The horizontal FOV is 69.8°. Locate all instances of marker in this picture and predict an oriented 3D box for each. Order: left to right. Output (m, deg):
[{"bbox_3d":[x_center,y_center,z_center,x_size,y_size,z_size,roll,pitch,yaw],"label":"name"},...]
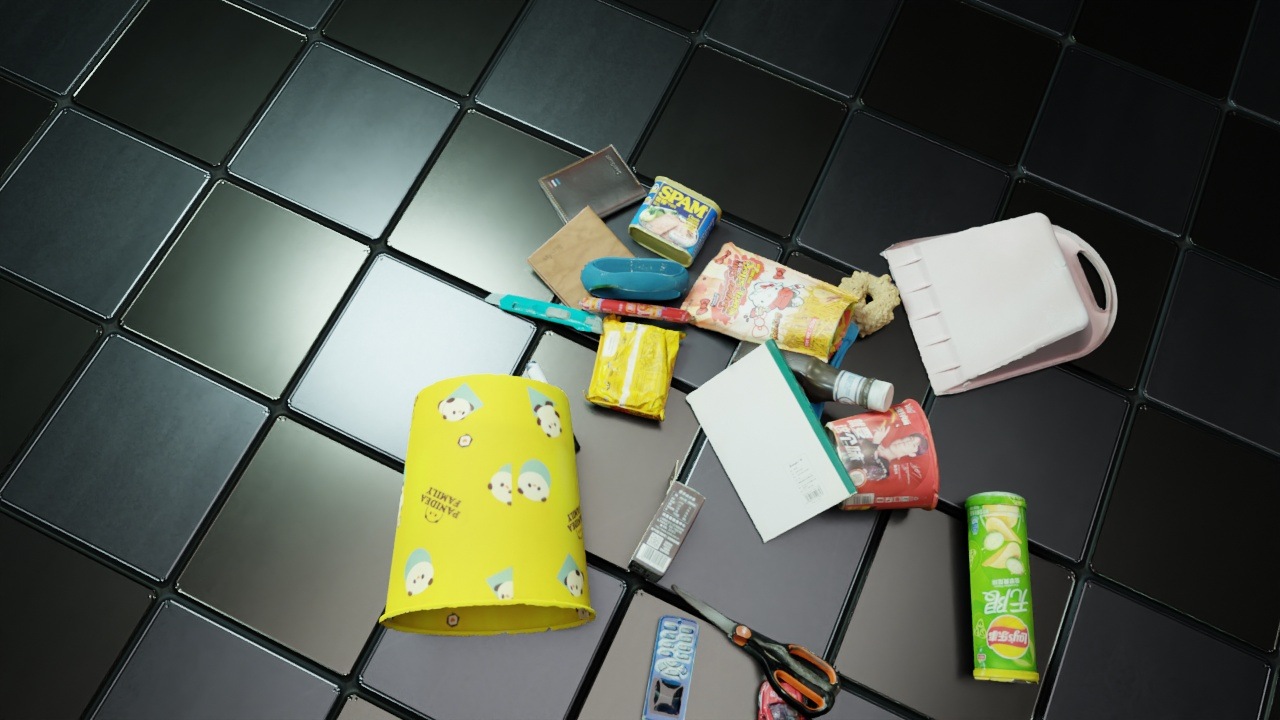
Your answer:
[{"bbox_3d":[-0.114,0.059,1.170,0.022,0.018,0.130,-29,76,-1],"label":"marker"}]

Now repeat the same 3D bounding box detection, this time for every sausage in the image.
[{"bbox_3d":[-0.005,-0.065,1.184,0.155,0.020,0.020,7,72,-11],"label":"sausage"}]

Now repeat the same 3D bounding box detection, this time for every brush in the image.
[{"bbox_3d":[-0.005,-0.105,1.186,0.143,0.073,0.055,1,100,-13],"label":"brush"},{"bbox_3d":[0.263,-0.009,1.201,0.083,0.046,0.254,27,77,2],"label":"brush"}]

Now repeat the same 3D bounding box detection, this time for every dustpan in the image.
[{"bbox_3d":[0.499,-0.079,1.246,0.274,0.138,0.222,-18,73,21],"label":"dustpan"}]

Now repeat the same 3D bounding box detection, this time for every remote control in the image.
[{"bbox_3d":[0.036,0.365,1.075,0.049,0.024,0.124,12,71,1],"label":"remote control"}]

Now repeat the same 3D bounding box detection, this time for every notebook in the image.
[{"bbox_3d":[0.155,0.099,1.117,0.012,0.151,0.209,-8,66,-51],"label":"notebook"}]

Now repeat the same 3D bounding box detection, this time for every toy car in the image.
[{"bbox_3d":[0.161,0.429,1.051,0.053,0.045,0.120,4,70,-3],"label":"toy car"}]

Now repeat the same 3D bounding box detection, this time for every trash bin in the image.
[{"bbox_3d":[-0.167,0.166,1.035,0.229,0.230,0.254,-1,67,-3],"label":"trash bin"}]

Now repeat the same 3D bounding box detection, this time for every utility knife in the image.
[{"bbox_3d":[-0.125,-0.064,1.198,0.171,0.013,0.029,14,64,15],"label":"utility knife"}]

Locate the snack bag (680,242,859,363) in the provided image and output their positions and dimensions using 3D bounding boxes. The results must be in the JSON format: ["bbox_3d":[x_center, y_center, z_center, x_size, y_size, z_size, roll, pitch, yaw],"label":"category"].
[{"bbox_3d":[0.167,-0.073,1.190,0.208,0.073,0.128,23,72,24],"label":"snack bag"}]

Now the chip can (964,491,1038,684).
[{"bbox_3d":[0.431,0.269,1.098,0.072,0.073,0.221,4,72,-1],"label":"chip can"}]

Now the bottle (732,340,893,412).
[{"bbox_3d":[0.211,0.024,1.130,0.195,0.080,0.044,14,64,30],"label":"bottle"}]

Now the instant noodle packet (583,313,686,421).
[{"bbox_3d":[-0.007,0.007,1.178,0.111,0.044,0.128,13,70,4],"label":"instant noodle packet"}]

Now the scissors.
[{"bbox_3d":[0.124,0.335,1.069,0.235,0.022,0.124,21,34,1],"label":"scissors"}]

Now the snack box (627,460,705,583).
[{"bbox_3d":[0.031,0.193,1.083,0.053,0.113,0.125,30,74,6],"label":"snack box"}]

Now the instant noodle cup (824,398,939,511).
[{"bbox_3d":[0.287,0.121,1.112,0.108,0.138,0.137,-8,73,1],"label":"instant noodle cup"}]

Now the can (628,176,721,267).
[{"bbox_3d":[0.045,-0.185,1.235,0.102,0.057,0.083,28,75,7],"label":"can"}]

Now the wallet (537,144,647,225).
[{"bbox_3d":[-0.066,-0.237,1.267,0.122,0.020,0.096,-29,76,-13],"label":"wallet"}]

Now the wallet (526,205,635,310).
[{"bbox_3d":[-0.078,-0.133,1.223,0.115,0.020,0.101,-43,91,-11],"label":"wallet"}]
